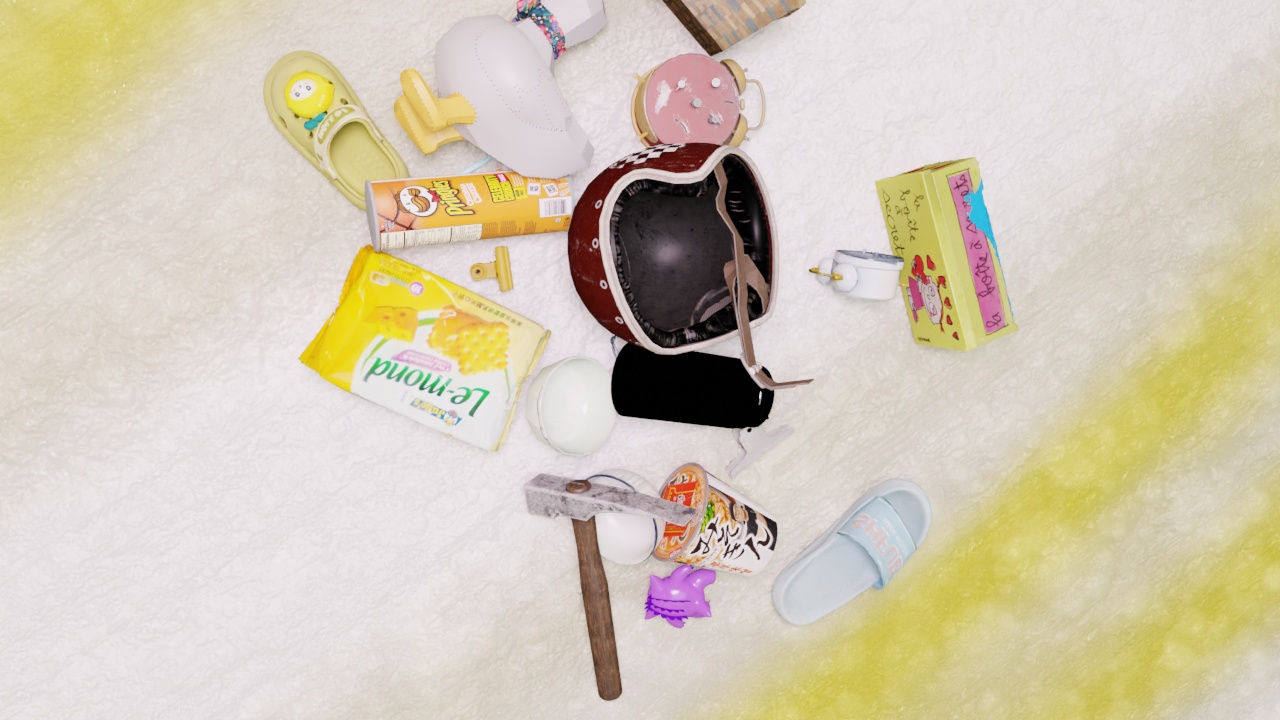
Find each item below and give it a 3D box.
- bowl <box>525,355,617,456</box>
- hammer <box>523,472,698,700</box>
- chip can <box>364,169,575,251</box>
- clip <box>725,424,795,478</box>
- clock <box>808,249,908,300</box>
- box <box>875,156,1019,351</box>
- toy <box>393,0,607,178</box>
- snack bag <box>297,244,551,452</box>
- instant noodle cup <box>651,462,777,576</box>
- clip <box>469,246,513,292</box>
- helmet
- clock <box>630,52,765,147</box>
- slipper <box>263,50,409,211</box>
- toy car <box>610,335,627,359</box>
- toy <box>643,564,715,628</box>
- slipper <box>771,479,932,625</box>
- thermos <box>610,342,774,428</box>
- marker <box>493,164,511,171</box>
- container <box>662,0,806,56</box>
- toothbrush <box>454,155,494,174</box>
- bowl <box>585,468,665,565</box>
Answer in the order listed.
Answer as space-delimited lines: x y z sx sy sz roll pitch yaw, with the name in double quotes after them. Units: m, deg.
-0.089 0.052 1.070 0.117 0.061 0.117 -1 92 -44 "bowl"
-0.022 0.285 1.087 0.218 0.036 0.301 6 113 32 "hammer"
-0.185 -0.168 1.004 0.214 0.075 0.075 -9 99 -20 "chip can"
0.142 0.100 1.146 0.101 0.046 0.056 -36 116 -6 "clip"
0.263 -0.108 1.119 0.117 0.083 0.057 3 103 -13 "clock"
0.369 -0.130 1.118 0.082 0.124 0.221 -22 103 -10 "box"
-0.130 -0.311 0.986 0.267 0.141 0.246 -33 95 -20 "toy"
-0.238 -0.014 1.037 0.247 0.068 0.159 26 93 -14 "snack bag"
0.093 0.203 1.115 0.121 0.124 0.123 25 92 -23 "instant noodle cup"
-0.171 -0.104 1.058 0.049 0.044 0.054 -13 103 -35 "clip"
0.049 -0.114 0.987 0.254 0.233 0.233 -8 121 28 "helmet"
0.070 -0.292 1.053 0.158 0.081 0.117 -5 99 -11 "clock"
-0.327 -0.241 0.982 0.091 0.081 0.190 -38 106 -2 "slipper"
-0.007 0.006 1.107 0.038 0.027 0.090 -20 101 -6 "toy car"
0.048 0.297 1.143 0.088 0.055 0.106 4 117 -3 "toy"
0.279 0.256 1.176 0.245 0.074 0.104 -37 104 -3 "slipper"
0.073 0.034 1.083 0.198 0.086 0.086 8 96 -27 "thermos"
-0.135 -0.233 1.053 0.145 0.017 0.017 -41 103 -4 "marker"
0.086 -0.477 0.996 0.186 0.157 0.250 -42 104 8 "container"
-0.210 -0.208 1.043 0.180 0.016 0.016 -32 102 -5 "toothbrush"
-0.016 0.178 1.100 0.062 0.118 0.118 -32 108 -52 "bowl"
